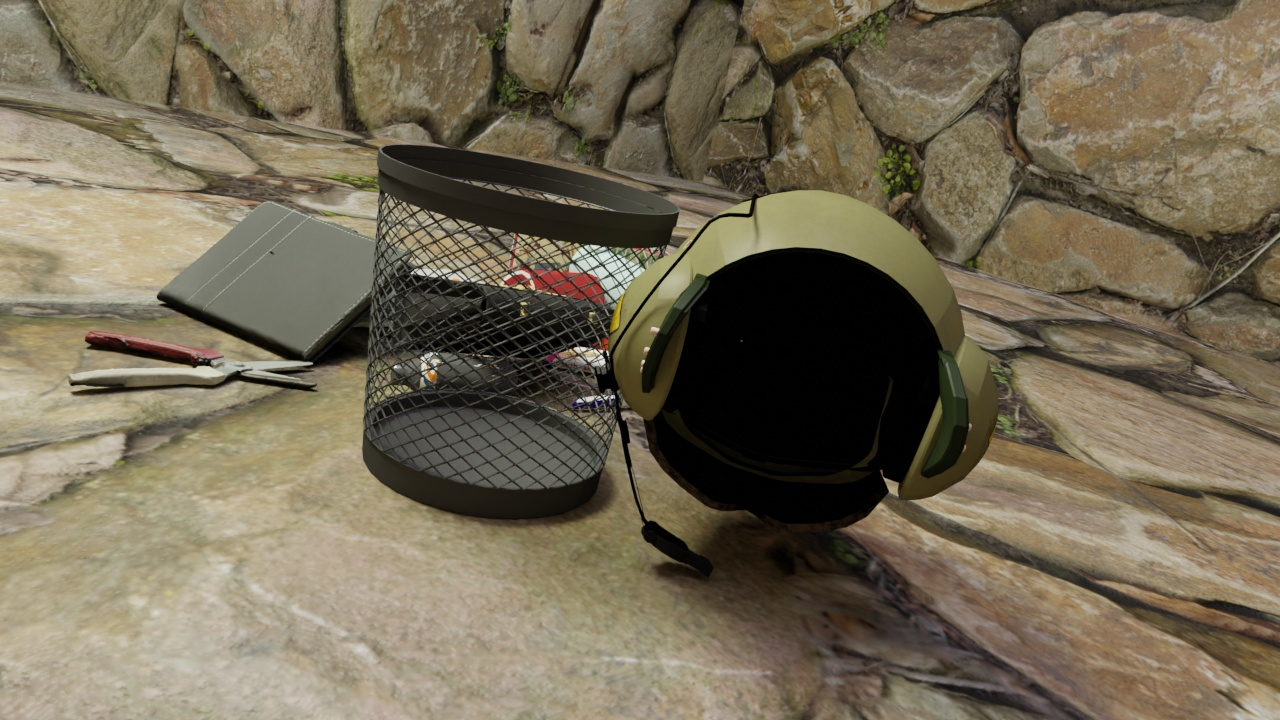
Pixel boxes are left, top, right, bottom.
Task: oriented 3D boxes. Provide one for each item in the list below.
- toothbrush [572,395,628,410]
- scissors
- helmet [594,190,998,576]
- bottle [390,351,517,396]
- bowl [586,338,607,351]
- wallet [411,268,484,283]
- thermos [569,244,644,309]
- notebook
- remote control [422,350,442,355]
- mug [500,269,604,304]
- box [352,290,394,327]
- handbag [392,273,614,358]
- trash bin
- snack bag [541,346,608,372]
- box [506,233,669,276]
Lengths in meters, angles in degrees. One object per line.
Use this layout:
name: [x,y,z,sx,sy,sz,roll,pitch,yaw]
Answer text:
toothbrush: [0.011,0.041,0.935,0.186,0.016,0.015,1,14,-36]
scissors: [-0.383,0.005,0.767,0.199,0.015,0.179,16,15,11]
helmet: [0.102,0.015,0.625,0.250,0.256,0.232,17,21,4]
bottle: [-0.168,0.017,0.829,0.112,0.047,0.047,6,18,-22]
bowl: [-0.004,-0.027,1.115,0.122,0.035,0.122,11,16,-4]
wallet: [-0.261,-0.090,1.136,0.118,0.037,0.115,22,19,41]
thermos: [-0.009,-0.079,1.084,0.065,0.078,0.207,-18,35,-32]
notebook: [-0.355,-0.085,0.927,0.209,0.029,0.169,22,53,21]
remote control: [-0.209,-0.007,0.939,0.028,0.012,0.124,6,18,-22]
mug: [-0.115,-0.060,1.083,0.096,0.080,0.117,-2,-8,-40]
box: [-0.253,-0.060,1.008,0.198,0.067,0.083,-3,26,-31]
handbag: [-0.105,-0.043,0.880,0.196,0.072,0.175,0,-4,41]
trash bin: [-0.101,-0.026,0.697,0.218,0.228,0.217,11,16,-4]
snack bag: [-0.006,0.006,1.011,0.196,0.016,0.070,9,13,7]
box: [-0.070,-0.107,1.195,0.205,0.118,0.050,12,14,-8]
